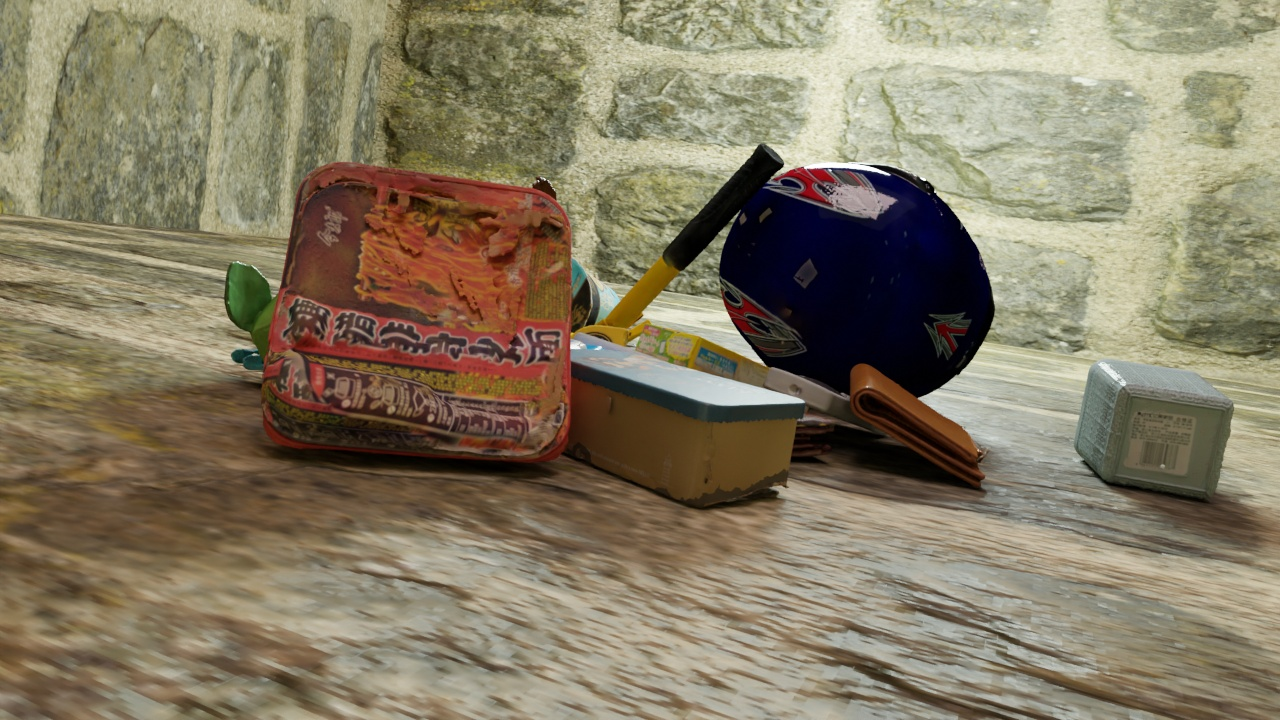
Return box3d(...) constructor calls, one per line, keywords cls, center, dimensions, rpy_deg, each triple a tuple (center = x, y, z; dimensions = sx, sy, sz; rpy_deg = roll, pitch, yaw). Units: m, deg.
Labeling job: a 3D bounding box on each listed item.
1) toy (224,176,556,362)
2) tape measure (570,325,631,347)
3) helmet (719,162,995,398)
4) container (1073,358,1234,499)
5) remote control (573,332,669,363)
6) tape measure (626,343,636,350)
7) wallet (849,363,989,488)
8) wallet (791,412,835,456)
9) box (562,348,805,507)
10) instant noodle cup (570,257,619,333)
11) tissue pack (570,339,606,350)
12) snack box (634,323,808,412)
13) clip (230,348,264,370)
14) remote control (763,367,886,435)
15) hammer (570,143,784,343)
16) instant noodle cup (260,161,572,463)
box3d(cls="toy", center=(-0.171, -0.046, 0.683), dimensions=(0.246, 0.090, 0.228), rpy_deg=(-22, -20, -27))
box3d(cls="tape measure", center=(-0.041, -0.004, 0.858), dimensions=(0.057, 0.029, 0.059), rpy_deg=(7, 51, 5))
box3d(cls="helmet", center=(0.202, -0.092, 0.976), dimensions=(0.240, 0.247, 0.315), rpy_deg=(24, 9, -24))
box3d(cls="container", center=(0.408, 0.054, 0.732), dimensions=(0.090, 0.090, 0.111), rpy_deg=(10, 10, 16))
box3d(cls="remote control", center=(-0.005, 0.004, 0.767), dimensions=(0.056, 0.020, 0.136), rpy_deg=(28, -5, -38))
box3d(cls="tape measure", center=(-0.022, -0.001, 0.910), dimensions=(0.066, 0.033, 0.066), rpy_deg=(6, 6, -15))
box3d(cls="wallet", center=(0.203, 0.044, 0.683), dimensions=(0.108, 0.031, 0.131), rpy_deg=(34, 13, 6))
box3d(cls="wallet", center=(0.066, 0.044, 0.667), dimensions=(0.101, 0.032, 0.124), rpy_deg=(2, 8, -22))
box3d(cls="box", center=(0.012, 0.036, 0.548), dimensions=(0.089, 0.061, 0.184), rpy_deg=(0, 9, -45))
box3d(cls="instant noodle cup", center=(-0.081, -0.063, 1.087), dimensions=(0.111, 0.111, 0.120), rpy_deg=(11, 1, 24))
box3d(cls="tissue pack", center=(-0.081, 0.008, 0.692), dimensions=(0.095, 0.052, 0.157), rpy_deg=(10, 7, 17))
box3d(cls="snack box", center=(0.074, 0.009, 0.799), dimensions=(0.140, 0.033, 0.087), rpy_deg=(25, -4, -33))
box3d(cls="clip", center=(-0.282, -0.001, 0.703), dimensions=(0.054, 0.013, 0.034), rpy_deg=(2, 10, -43))
box3d(cls="remote control", center=(0.153, 0.033, 0.735), dimensions=(0.058, 0.021, 0.150), rpy_deg=(24, 2, 34))
box3d(cls="hammer", center=(0.035, -0.104, 0.950), dimensions=(0.033, 0.302, 0.128), rpy_deg=(52, 29, 13))
box3d(cls="instant noodle cup", center=(-0.126, -0.022, 0.539), dimensions=(0.164, 0.188, 0.079), rpy_deg=(7, -29, -15))
